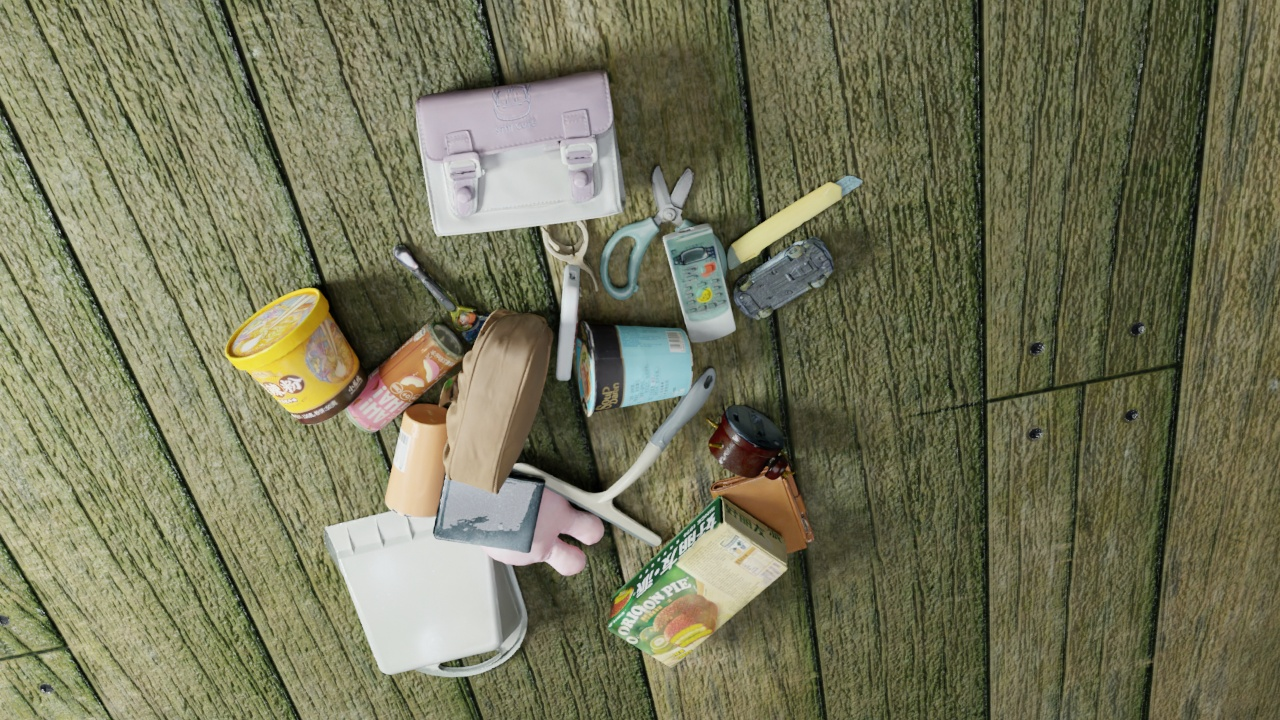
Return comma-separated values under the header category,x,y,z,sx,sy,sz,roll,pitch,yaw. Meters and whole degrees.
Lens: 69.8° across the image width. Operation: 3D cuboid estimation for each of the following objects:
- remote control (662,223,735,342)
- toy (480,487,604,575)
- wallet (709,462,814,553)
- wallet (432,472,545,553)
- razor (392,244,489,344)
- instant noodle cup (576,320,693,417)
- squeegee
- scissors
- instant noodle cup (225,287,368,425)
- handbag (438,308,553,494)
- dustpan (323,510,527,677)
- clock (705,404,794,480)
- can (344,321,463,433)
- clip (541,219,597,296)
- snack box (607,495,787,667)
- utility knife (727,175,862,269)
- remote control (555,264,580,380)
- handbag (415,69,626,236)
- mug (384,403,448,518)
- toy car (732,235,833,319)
category,x,y,z,sx,sy,sz,roll,pitch,yaw
remote control,0.068,-0.085,1.035,0.056,0.019,0.135,-15,117,2
toy,-0.127,0.212,1.161,0.159,0.054,0.121,32,90,-22
wallet,0.161,0.201,1.196,0.108,0.031,0.132,-19,116,9
wallet,-0.181,0.178,1.100,0.121,0.019,0.097,11,103,-10
razor,-0.226,-0.077,1.036,0.043,0.022,0.143,-38,113,11
instant noodle cup,-0.006,0.006,1.054,0.120,0.111,0.111,-4,117,-13
squeegee,0.013,0.108,1.124,0.246,0.039,0.247,35,104,-30
scissors,0.043,-0.129,1.033,0.176,0.019,0.175,24,111,-14
instant noodle cup,-0.373,0.000,1.016,0.118,0.118,0.114,-23,124,7
handbag,-0.164,0.040,1.031,0.100,0.147,0.205,20,113,0
dustpan,-0.268,0.315,1.233,0.223,0.142,0.257,-14,87,3
clock,0.139,0.104,1.119,0.122,0.082,0.055,25,116,-14
can,-0.273,0.020,1.060,0.147,0.057,0.058,-39,113,14
clip,-0.087,-0.119,1.021,0.089,0.034,0.104,-1,124,-8
snack box,0.072,0.292,1.198,0.114,0.063,0.241,35,116,-14
utility knife,0.170,-0.158,1.028,0.175,0.019,0.031,-30,119,11
remote control,-0.081,-0.041,1.030,0.020,0.055,0.136,4,131,-6
handbag,-0.119,-0.210,0.935,0.197,0.098,0.145,-7,103,4
mug,-0.261,0.118,1.102,0.078,0.078,0.123,9,112,-8
toy car,0.162,-0.094,1.050,0.121,0.036,0.054,-33,115,22
